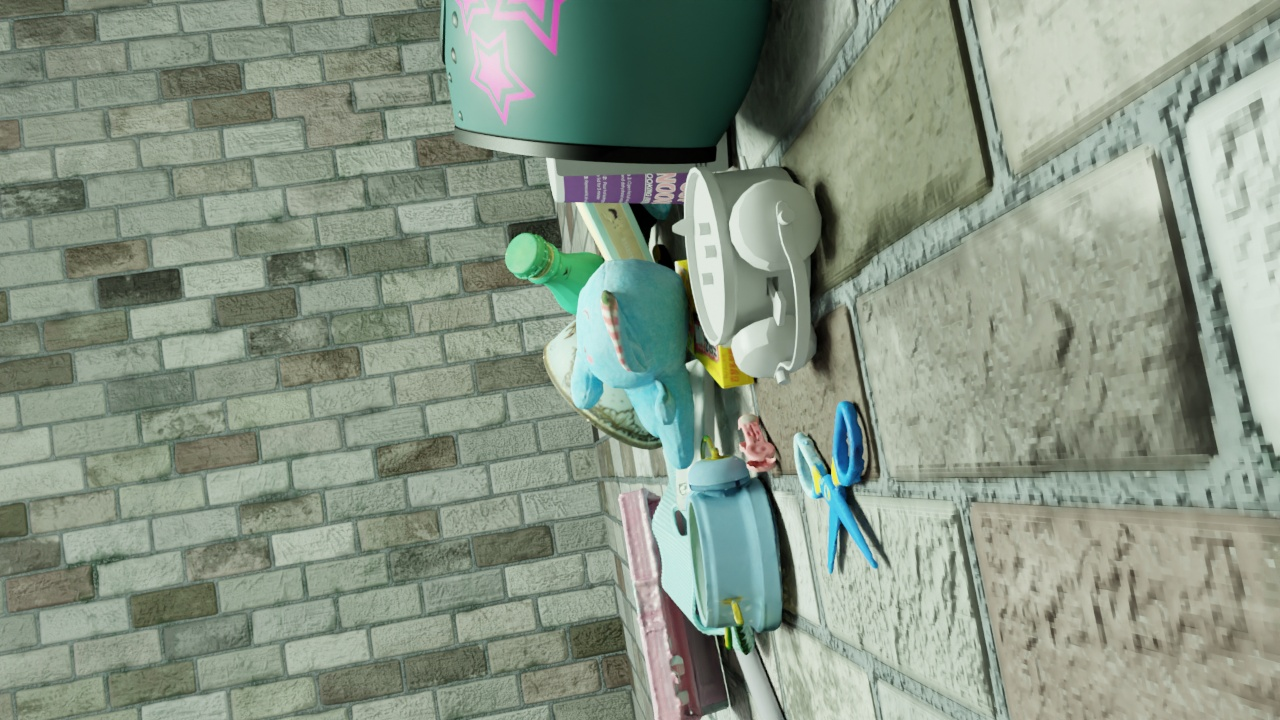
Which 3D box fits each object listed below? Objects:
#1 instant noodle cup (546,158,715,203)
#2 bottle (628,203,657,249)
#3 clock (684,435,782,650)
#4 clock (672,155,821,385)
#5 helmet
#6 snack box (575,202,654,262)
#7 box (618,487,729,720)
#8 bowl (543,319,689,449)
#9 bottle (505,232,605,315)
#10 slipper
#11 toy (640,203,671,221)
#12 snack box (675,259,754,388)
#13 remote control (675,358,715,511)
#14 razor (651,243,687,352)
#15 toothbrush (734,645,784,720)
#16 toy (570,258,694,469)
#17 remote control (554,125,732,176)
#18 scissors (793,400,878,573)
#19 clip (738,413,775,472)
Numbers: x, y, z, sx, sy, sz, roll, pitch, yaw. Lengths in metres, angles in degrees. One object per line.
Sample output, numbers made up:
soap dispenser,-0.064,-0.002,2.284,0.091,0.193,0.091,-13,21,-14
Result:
instant noodle cup,-0.016,-0.180,0.746,0.136,0.122,0.122,-111,14,-60
bottle,0.003,-0.158,0.985,0.123,0.033,0.033,91,168,-55
clock,0.070,0.136,0.714,0.118,0.060,0.161,90,173,-59
clock,0.063,-0.054,0.529,0.159,0.061,0.120,-108,12,-58
helmet,-0.040,-0.230,0.546,0.275,0.176,0.200,27,119,53
snack box,-0.041,-0.158,0.914,0.193,0.044,0.141,-115,0,-49
box,0.034,0.258,0.965,0.179,0.040,0.232,36,-139,-65
bowl,-0.007,0.001,0.924,0.094,0.159,0.159,-50,30,21
bottle,-0.057,-0.080,0.969,0.209,0.068,0.068,23,-132,-52
slipper,0.045,0.167,0.875,0.276,0.069,0.116,-110,7,-63
toy,0.001,-0.191,0.867,0.133,0.062,0.092,74,-174,-48
snack box,0.057,-0.034,0.737,0.152,0.025,0.075,-122,25,-73
remote control,0.046,0.066,0.817,0.050,0.022,0.133,-27,60,59
razor,0.032,-0.070,0.909,0.144,0.021,0.044,-107,29,-44
toothbrush,0.107,0.291,0.762,0.187,0.018,0.019,-112,5,-61
toy,-0.004,0.004,0.761,0.183,0.115,0.180,-73,-33,-79
remote control,-0.001,-0.163,0.658,0.013,0.134,0.058,-47,-44,-59
scissors,0.108,0.072,0.517,0.126,0.013,0.125,-103,8,-60
clip,0.084,0.057,0.669,0.059,0.023,0.045,122,138,-87
